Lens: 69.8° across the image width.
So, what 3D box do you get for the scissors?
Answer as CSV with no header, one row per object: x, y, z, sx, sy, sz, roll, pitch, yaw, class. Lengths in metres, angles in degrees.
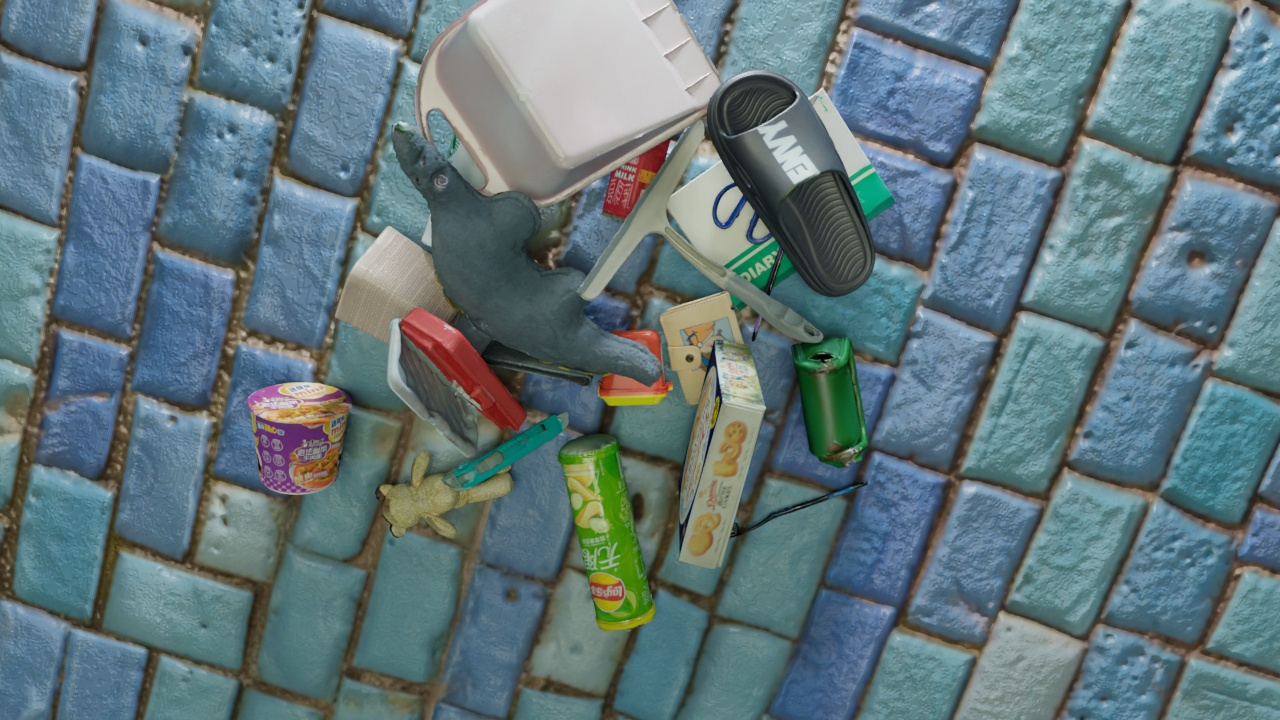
0.130,-0.212,0.985,0.128,0.012,0.173,-2,99,2,scissors

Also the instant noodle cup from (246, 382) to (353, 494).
-0.382,0.089,1.027,0.111,0.111,0.099,9,108,0,instant noodle cup

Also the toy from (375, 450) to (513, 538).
-0.222,0.149,1.054,0.157,0.066,0.105,-19,90,-1,toy

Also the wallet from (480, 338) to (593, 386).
-0.107,-0.006,0.999,0.121,0.097,0.019,11,110,0,wallet

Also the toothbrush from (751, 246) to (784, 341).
0.153,-0.110,1.004,0.016,0.014,0.189,13,102,-15,toothbrush

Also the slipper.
0.172,-0.178,0.939,0.110,0.083,0.268,-36,110,-3,slipper

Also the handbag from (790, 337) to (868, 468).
0.207,0.043,0.987,0.068,0.120,0.131,-10,102,9,handbag

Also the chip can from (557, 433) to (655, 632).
-0.038,0.193,1.046,0.072,0.072,0.221,-11,99,4,chip can

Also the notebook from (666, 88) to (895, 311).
0.152,-0.173,1.005,0.209,0.012,0.150,-35,98,7,notebook

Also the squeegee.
0.090,-0.091,0.964,0.246,0.039,0.246,35,69,-11,squeegee

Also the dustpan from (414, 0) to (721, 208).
-0.087,-0.286,0.932,0.272,0.139,0.222,-35,100,-24,dustpan

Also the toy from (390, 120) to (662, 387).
-0.133,-0.086,0.930,0.356,0.091,0.138,47,132,-13,toy

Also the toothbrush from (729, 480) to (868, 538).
0.173,0.172,1.065,0.189,0.014,0.016,-22,75,5,toothbrush

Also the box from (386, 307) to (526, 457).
-0.204,0.034,0.959,0.094,0.201,0.091,30,74,28,box

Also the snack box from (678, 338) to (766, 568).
0.080,0.091,0.954,0.046,0.182,0.178,12,109,-2,snack box

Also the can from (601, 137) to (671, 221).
-0.001,-0.214,0.980,0.053,0.053,0.133,15,100,-1,can

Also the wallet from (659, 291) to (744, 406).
0.073,-0.012,1.029,0.087,0.024,0.115,-17,106,3,wallet

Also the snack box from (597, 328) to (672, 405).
-0.006,0.006,1.004,0.082,0.091,0.080,-1,93,2,snack box

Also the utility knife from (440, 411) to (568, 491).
-0.149,0.103,1.038,0.161,0.013,0.029,-31,96,-16,utility knife

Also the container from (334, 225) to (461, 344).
-0.251,-0.067,0.988,0.111,0.090,0.090,31,137,-7,container

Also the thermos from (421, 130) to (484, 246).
-0.174,-0.225,0.978,0.073,0.073,0.224,18,100,-1,thermos
